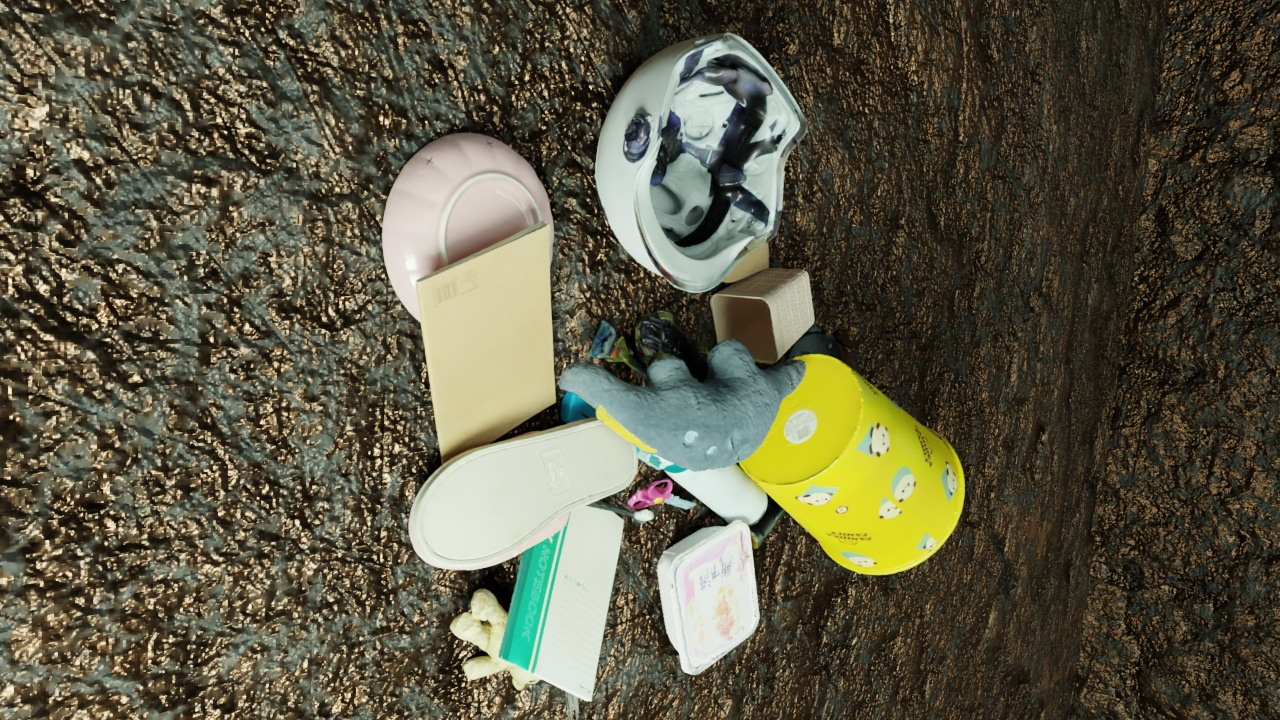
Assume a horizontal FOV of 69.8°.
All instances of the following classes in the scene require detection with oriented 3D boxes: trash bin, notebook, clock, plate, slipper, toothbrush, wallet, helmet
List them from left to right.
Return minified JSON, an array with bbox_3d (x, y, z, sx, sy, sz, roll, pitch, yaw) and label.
[{"bbox_3d":[-0.147,-0.114,0.855,0.192,0.039,0.192,-13,108,-46],"label":"plate"},{"bbox_3d":[-0.138,-0.012,0.865,0.149,0.012,0.212,-33,138,-38],"label":"notebook"},{"bbox_3d":[-0.114,0.126,0.917,0.273,0.055,0.114,-21,92,-41],"label":"slipper"},{"bbox_3d":[-0.078,0.235,0.975,0.150,0.012,0.208,45,45,-42],"label":"notebook"},{"bbox_3d":[-0.040,0.163,1.032,0.181,0.018,0.015,27,50,-51],"label":"toothbrush"},{"bbox_3d":[0.040,-0.210,0.964,0.228,0.146,0.258,18,92,-47],"label":"helmet"},{"bbox_3d":[0.129,-0.164,1.159,0.090,0.033,0.115,-26,118,-39],"label":"wallet"},{"bbox_3d":[0.259,-0.007,1.298,0.055,0.082,0.122,15,88,-53],"label":"clock"},{"bbox_3d":[0.267,0.130,1.207,0.255,0.230,0.229,38,70,-40],"label":"trash bin"}]

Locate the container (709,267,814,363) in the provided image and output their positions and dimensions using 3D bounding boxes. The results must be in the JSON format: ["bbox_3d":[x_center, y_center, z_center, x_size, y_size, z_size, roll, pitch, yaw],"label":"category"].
[{"bbox_3d":[0.161,-0.063,1.175,0.110,0.090,0.090,-36,123,-42],"label":"container"}]

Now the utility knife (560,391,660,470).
[{"bbox_3d":[-0.025,0.087,1.052,0.202,0.018,0.034,37,70,-47],"label":"utility knife"}]

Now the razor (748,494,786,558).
[{"bbox_3d":[0.163,0.226,1.272,0.167,0.062,0.068,-34,152,-45],"label":"razor"}]

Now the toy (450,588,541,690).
[{"bbox_3d":[-0.136,0.282,0.932,0.105,0.066,0.157,-53,139,-19],"label":"toy"}]

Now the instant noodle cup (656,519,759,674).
[{"bbox_3d":[0.080,0.295,1.173,0.137,0.060,0.173,-24,114,-35],"label":"instant noodle cup"}]

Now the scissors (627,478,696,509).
[{"bbox_3d":[0.038,0.168,1.125,0.064,0.017,0.135,-40,148,19],"label":"scissors"}]

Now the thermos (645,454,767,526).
[{"bbox_3d":[0.083,0.136,1.136,0.224,0.073,0.073,43,66,-47],"label":"thermos"}]

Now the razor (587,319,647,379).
[{"bbox_3d":[-0.006,0.006,1.052,0.142,0.022,0.042,40,70,-45],"label":"razor"}]

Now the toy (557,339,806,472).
[{"bbox_3d":[0.074,0.052,1.015,0.355,0.092,0.137,-6,72,-38],"label":"toy"}]

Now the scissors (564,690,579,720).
[{"bbox_3d":[-0.074,0.293,0.993,0.173,0.014,0.142,65,30,-13],"label":"scissors"}]

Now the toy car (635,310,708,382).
[{"bbox_3d":[0.045,0.001,1.082,0.158,0.042,0.070,39,43,-43],"label":"toy car"}]
